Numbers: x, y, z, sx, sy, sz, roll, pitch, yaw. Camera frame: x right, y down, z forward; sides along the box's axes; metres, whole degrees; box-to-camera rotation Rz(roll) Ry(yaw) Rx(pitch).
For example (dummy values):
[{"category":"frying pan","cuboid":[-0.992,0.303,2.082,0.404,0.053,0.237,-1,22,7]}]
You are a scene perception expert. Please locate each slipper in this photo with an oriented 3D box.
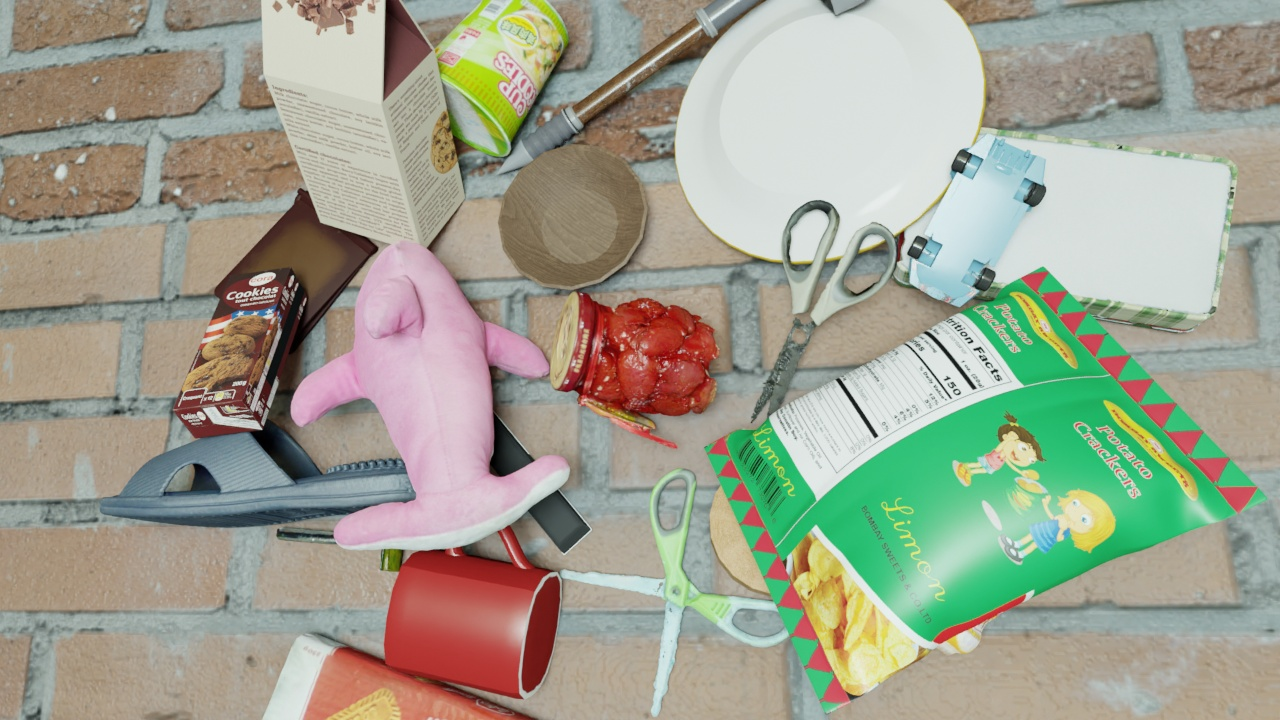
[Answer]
[{"category":"slipper","cuboid":[-0.273,0.078,0.680,0.264,0.101,0.082,-5,78,7]}]

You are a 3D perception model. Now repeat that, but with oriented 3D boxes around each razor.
[{"category":"razor","cuboid":[-0.230,0.135,0.699,0.106,0.026,0.042,1,80,16]}]

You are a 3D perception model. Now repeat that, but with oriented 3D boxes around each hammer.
[{"category":"hammer","cuboid":[0.018,-0.237,0.706,0.323,0.043,0.156,-33,43,12]}]

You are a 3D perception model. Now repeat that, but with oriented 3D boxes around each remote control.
[{"category":"remote control","cuboid":[-0.086,0.088,0.683,0.028,0.012,0.124,-42,73,0]}]

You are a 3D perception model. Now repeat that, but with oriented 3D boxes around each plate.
[{"category":"plate","cuboid":[0.126,-0.182,0.664,0.230,0.021,0.229,-8,73,25]}]

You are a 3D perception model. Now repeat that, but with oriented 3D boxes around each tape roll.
[{"category":"tape roll","cuboid":[0.094,0.113,0.626,0.094,0.027,0.094,-1,72,4]}]

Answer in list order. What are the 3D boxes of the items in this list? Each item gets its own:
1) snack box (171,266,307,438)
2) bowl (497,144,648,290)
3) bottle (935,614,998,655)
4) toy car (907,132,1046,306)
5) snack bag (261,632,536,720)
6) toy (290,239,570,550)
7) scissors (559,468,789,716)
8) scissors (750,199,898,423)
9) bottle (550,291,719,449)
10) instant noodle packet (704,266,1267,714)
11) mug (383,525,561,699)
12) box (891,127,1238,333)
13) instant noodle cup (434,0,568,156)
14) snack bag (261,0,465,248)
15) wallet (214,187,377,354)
[{"category":"snack box","cuboid":[-0.295,-0.009,0.684,0.051,0.032,0.140,-7,46,5]},{"category":"bowl","cuboid":[-0.050,-0.107,0.709,0.118,0.030,0.117,-3,77,11]},{"category":"bottle","cuboid":[0.210,0.132,0.586,0.063,0.063,0.108,37,88,16]},{"category":"toy car","cuboid":[0.218,-0.091,0.603,0.060,0.027,0.108,28,103,9]},{"category":"snack bag","cuboid":[-0.156,0.265,0.645,0.225,0.041,0.077,15,79,16]},{"category":"toy","cuboid":[-0.153,0.002,0.632,0.186,0.128,0.265,-14,53,-14]},{"category":"scissors","cuboid":[0.025,0.162,0.643,0.172,0.021,0.171,6,81,8]},{"category":"scissors","cuboid":[0.125,-0.026,0.636,0.133,0.012,0.169,-4,92,25]},{"category":"bottle","cuboid":[-0.004,0.004,0.645,0.111,0.099,0.099,11,79,-16]},{"category":"instant noodle packet","cuboid":[0.182,0.065,0.548,0.253,0.090,0.195,-29,47,6]},{"category":"mug","cuboid":[-0.111,0.164,0.634,0.097,0.080,0.116,7,86,13]},{"category":"box","cuboid":[0.283,-0.091,0.629,0.206,0.050,0.117,10,84,14]},{"category":"instant noodle cup","cuboid":[-0.114,-0.233,0.722,0.099,0.099,0.107,30,77,16]},{"category":"snack bag","cuboid":[-0.201,-0.186,0.661,0.094,0.207,0.069,18,54,14]},{"category":"wallet","cuboid":[-0.286,-0.075,0.760,0.091,0.018,0.115,37,84,16]}]
